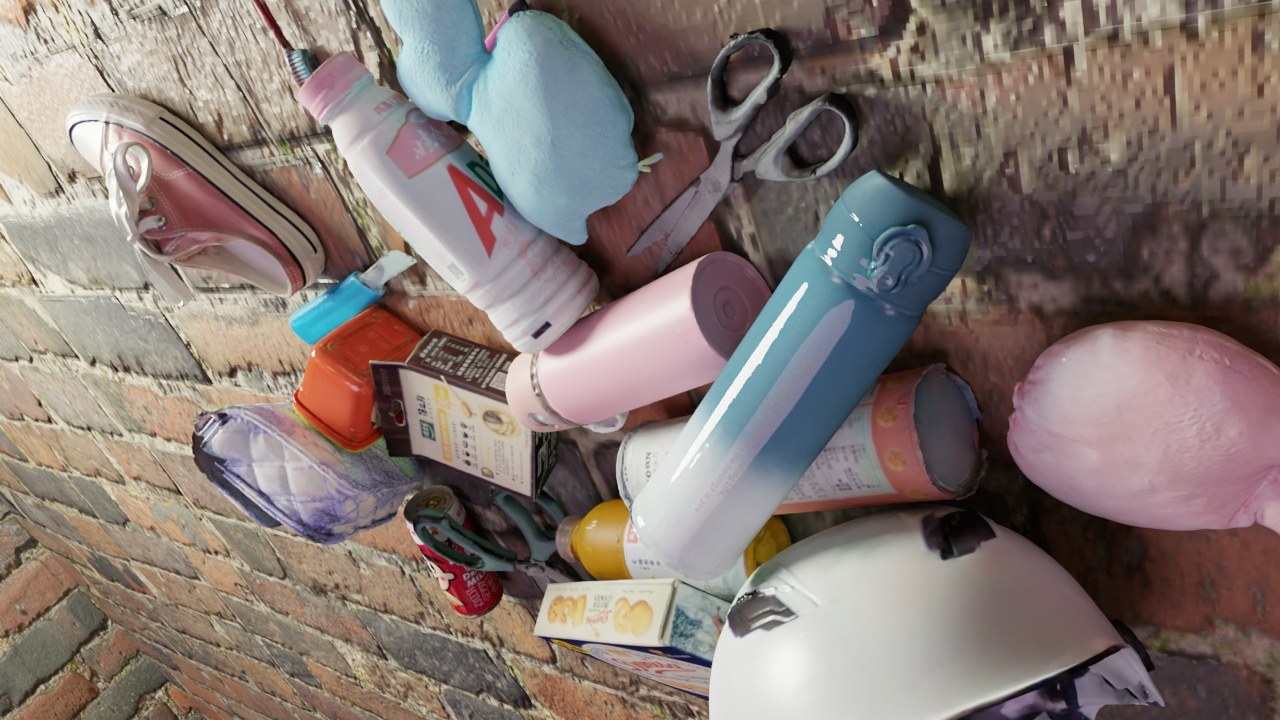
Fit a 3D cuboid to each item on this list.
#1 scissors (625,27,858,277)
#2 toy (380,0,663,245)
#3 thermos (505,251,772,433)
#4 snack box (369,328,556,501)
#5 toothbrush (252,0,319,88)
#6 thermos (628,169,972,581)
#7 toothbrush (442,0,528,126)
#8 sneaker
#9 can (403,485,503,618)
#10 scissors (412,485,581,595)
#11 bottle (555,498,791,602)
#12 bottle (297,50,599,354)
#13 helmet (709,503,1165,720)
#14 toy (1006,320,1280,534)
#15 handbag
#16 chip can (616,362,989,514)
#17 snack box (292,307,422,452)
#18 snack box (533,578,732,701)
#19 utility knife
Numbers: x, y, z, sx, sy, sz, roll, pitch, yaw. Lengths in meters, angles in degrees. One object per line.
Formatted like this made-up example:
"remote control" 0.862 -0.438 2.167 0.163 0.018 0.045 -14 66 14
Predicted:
"scissors" 0.045 -0.088 0.469 0.151 0.014 0.171 19 137 26
"toy" -0.063 -0.137 0.480 0.156 0.049 0.162 17 132 19
"thermos" -0.003 0.003 0.558 0.087 0.067 0.199 35 144 -24
"snack box" -0.128 0.041 0.688 0.126 0.053 0.113 20 138 12
"toothbrush" -0.242 -0.246 0.550 0.017 0.016 0.188 -5 124 32
"thermos" 0.071 0.012 0.440 0.070 0.070 0.221 35 118 7
"toothbrush" -0.113 -0.147 0.538 0.014 0.017 0.190 40 141 -14
"sneaker" -0.364 -0.119 0.711 0.241 0.087 0.119 35 141 6
"can" -0.177 0.183 0.874 0.053 0.053 0.133 9 132 34
"scissors" -0.103 0.154 0.796 0.175 0.019 0.176 30 129 -15
"bottle" 0.016 0.133 0.659 0.190 0.067 0.068 -6 123 42
"bottle" -0.112 -0.092 0.536 0.197 0.068 0.068 46 141 -15
"helmet" 0.135 0.160 0.497 0.229 0.145 0.259 -24 142 4
"toy" 0.243 0.038 0.395 0.160 0.054 0.121 18 143 26
"handbag" -0.268 0.087 0.762 0.134 0.075 0.194 37 180 6
"chip can" 0.082 0.054 0.528 0.215 0.071 0.071 -16 116 46
"snack box" -0.213 0.013 0.716 0.082 0.091 0.080 36 134 8
"snack box" 0.041 0.209 0.665 0.182 0.045 0.178 28 154 -24
"utility knife" -0.229 -0.049 0.723 0.034 0.018 0.205 43 142 -22
